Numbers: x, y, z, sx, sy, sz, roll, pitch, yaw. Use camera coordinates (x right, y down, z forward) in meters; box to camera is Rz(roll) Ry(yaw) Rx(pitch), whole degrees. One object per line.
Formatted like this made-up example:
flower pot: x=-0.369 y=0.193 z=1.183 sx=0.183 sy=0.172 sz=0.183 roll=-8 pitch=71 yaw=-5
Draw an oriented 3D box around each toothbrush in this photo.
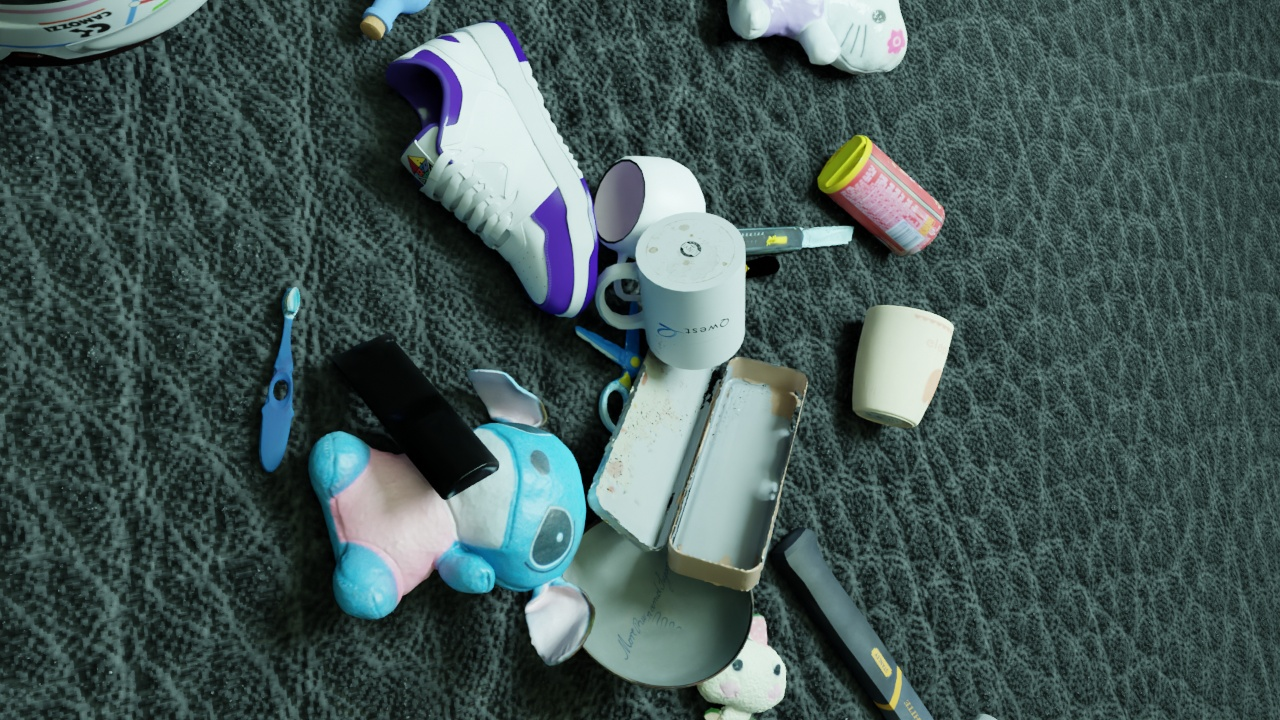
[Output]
toothbrush: x=-0.250 y=0.012 z=0.639 sx=0.021 sy=0.016 sz=0.132 roll=9 pitch=75 yaw=-28

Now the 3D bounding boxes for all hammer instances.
hammer: x=0.224 y=0.284 z=0.851 sx=0.139 sy=0.035 sz=0.312 roll=-39 pitch=100 yaw=-29

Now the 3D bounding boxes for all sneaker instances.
sneaker: x=-0.119 y=-0.141 z=0.706 sx=0.111 sy=0.092 sz=0.244 roll=-21 pitch=87 yaw=-30

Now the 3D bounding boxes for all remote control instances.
remote control: x=-0.154 y=0.033 z=0.622 sx=0.045 sy=0.021 sz=0.140 roll=-29 pitch=60 yaw=-33

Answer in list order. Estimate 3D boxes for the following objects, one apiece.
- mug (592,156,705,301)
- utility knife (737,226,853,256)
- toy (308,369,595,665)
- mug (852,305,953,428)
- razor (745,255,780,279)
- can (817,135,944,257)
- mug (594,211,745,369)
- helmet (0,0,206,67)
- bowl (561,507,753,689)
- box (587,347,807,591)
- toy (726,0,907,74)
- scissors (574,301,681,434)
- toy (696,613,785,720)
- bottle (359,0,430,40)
mug: x=0.007 y=-0.109 z=0.776 sx=0.076 sy=0.090 sz=0.124 roll=8 pitch=94 yaw=-39
utility knife: x=0.122 y=-0.117 z=0.883 sx=0.233 sy=0.020 sz=0.029 roll=-9 pitch=86 yaw=-32
toy: x=-0.124 y=0.114 z=0.640 sx=0.191 sy=0.099 sz=0.223 roll=-8 pitch=64 yaw=-25
mug: x=0.257 y=0.013 z=0.905 sx=0.111 sy=0.085 sz=0.104 roll=32 pitch=73 yaw=-53
razor: x=0.076 y=-0.078 z=0.842 sx=0.143 sy=0.021 sz=0.044 roll=-16 pitch=66 yaw=-37
can: x=0.246 y=-0.166 z=0.935 sx=0.124 sy=0.067 sz=0.066 roll=35 pitch=64 yaw=-20
mug: x=0.023 y=-0.053 z=0.732 sx=0.119 sy=0.096 sz=0.083 roll=-5 pitch=53 yaw=3
helmet: x=-0.360 y=-0.284 z=0.504 sx=0.314 sy=0.236 sz=0.231 roll=16 pitch=96 yaw=-13
bowl: x=0.009 y=0.191 z=0.713 sx=0.150 sy=0.057 sz=0.150 roll=4 pitch=49 yaw=-5
box: x=0.052 y=0.068 z=0.748 sx=0.156 sy=0.071 sz=0.215 roll=32 pitch=48 yaw=-11
toy: x=0.175 y=-0.355 z=0.923 sx=0.209 sy=0.086 sz=0.137 roll=1 pitch=82 yaw=-28
scissors: x=-0.008 y=0.008 z=0.785 sx=0.125 sy=0.014 sz=0.130 roll=32 pitch=62 yaw=-22
toy: x=0.083 y=0.265 z=0.766 sx=0.087 sy=0.050 sz=0.112 roll=19 pitch=66 yaw=-26
bottle: x=-0.183 y=-0.305 z=0.724 sx=0.048 sy=0.048 sz=0.131 roll=32 pitch=66 yaw=-21
